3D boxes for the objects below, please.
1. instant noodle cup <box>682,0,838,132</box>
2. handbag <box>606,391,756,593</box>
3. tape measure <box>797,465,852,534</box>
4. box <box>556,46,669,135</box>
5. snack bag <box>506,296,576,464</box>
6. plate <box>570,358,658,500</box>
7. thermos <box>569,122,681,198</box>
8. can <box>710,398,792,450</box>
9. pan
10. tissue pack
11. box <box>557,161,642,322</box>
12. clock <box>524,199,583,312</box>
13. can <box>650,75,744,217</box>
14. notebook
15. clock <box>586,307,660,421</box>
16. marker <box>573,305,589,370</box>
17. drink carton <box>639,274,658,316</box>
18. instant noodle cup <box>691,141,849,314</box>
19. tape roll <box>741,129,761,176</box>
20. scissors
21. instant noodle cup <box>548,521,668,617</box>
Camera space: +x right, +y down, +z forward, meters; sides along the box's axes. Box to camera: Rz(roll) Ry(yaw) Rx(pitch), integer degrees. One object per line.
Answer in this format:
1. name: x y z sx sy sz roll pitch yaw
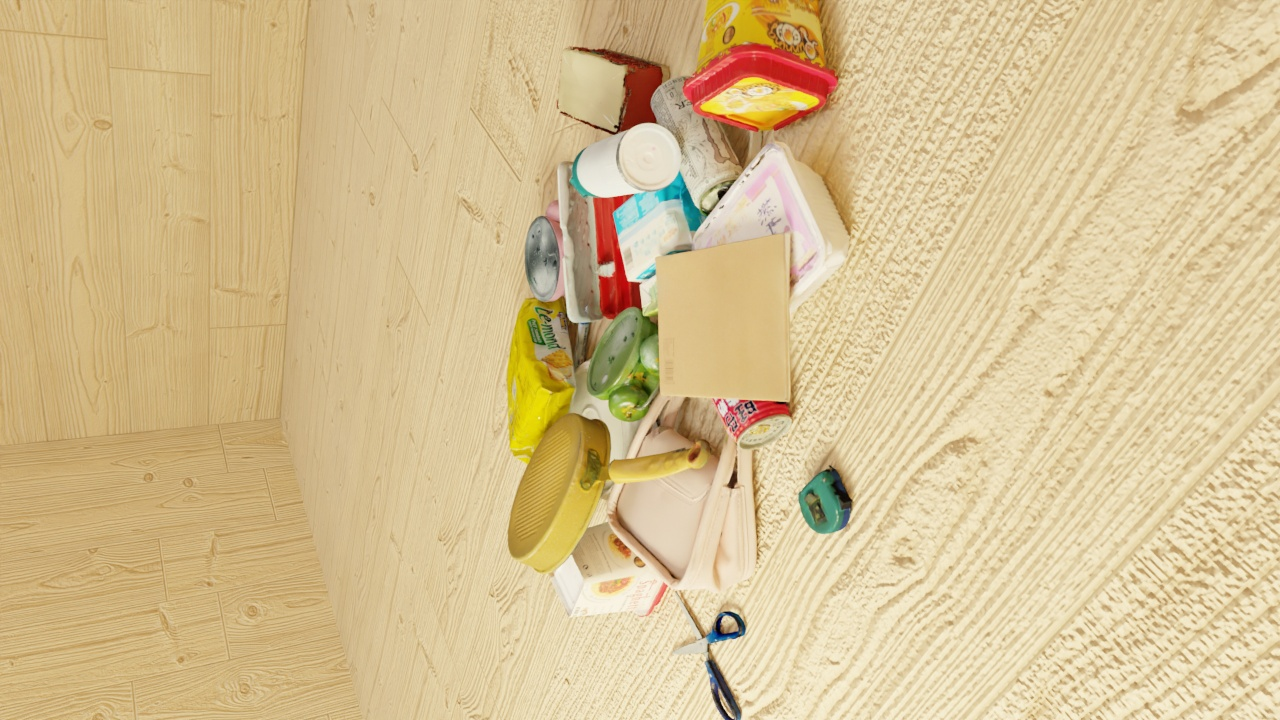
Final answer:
1. instant noodle cup: 0.109 -0.290 0.837 0.116 0.116 0.123 -12 73 59
2. handbag: 0.057 0.119 1.020 0.193 0.093 0.234 28 110 55
3. tape measure: 0.173 0.136 0.866 0.058 0.025 0.054 -58 46 47
4. box: -0.044 -0.329 1.110 0.168 0.077 0.091 38 127 50
5. snack bag: -0.144 0.028 1.281 0.246 0.068 0.158 -104 26 -52
6. plate: -0.047 0.090 1.209 0.205 0.045 0.205 14 107 59
7. thermos: -0.022 -0.215 1.004 0.224 0.073 0.073 -156 64 -71
8. can: 0.106 0.036 0.923 0.067 0.066 0.093 -59 46 45
9. pan: -0.047 0.137 1.051 0.359 0.078 0.197 -35 37 54
10. tissue pack: 0.025 -0.149 1.034 0.140 0.063 0.090 -30 70 58
11. box: -0.061 -0.149 1.147 0.095 0.098 0.201 2 96 60
12. clock: -0.106 -0.154 1.259 0.117 0.059 0.159 64 145 33
13. can: 0.060 -0.220 0.940 0.058 0.058 0.146 -53 50 49
14. notebook: 0.075 -0.037 0.894 0.212 0.012 0.149 -1 90 60
15. clock: -0.006 0.006 1.069 0.116 0.056 0.161 -58 23 13
16. marker: -0.085 -0.012 1.285 0.017 0.016 0.146 40 128 50
17. drink carton: 0.051 -0.084 1.011 0.123 0.053 0.045 -25 68 58
18. instant noodle cup: 0.127 -0.107 0.874 0.174 0.060 0.138 -47 54 50
19. tape roll: 0.095 -0.229 0.953 0.086 0.013 0.086 13 105 58
20. scissors: 0.080 0.340 1.066 0.174 0.012 0.162 -45 57 53
21. instant noodle cup: -0.039 0.258 1.144 0.116 0.124 0.117 57 139 38
